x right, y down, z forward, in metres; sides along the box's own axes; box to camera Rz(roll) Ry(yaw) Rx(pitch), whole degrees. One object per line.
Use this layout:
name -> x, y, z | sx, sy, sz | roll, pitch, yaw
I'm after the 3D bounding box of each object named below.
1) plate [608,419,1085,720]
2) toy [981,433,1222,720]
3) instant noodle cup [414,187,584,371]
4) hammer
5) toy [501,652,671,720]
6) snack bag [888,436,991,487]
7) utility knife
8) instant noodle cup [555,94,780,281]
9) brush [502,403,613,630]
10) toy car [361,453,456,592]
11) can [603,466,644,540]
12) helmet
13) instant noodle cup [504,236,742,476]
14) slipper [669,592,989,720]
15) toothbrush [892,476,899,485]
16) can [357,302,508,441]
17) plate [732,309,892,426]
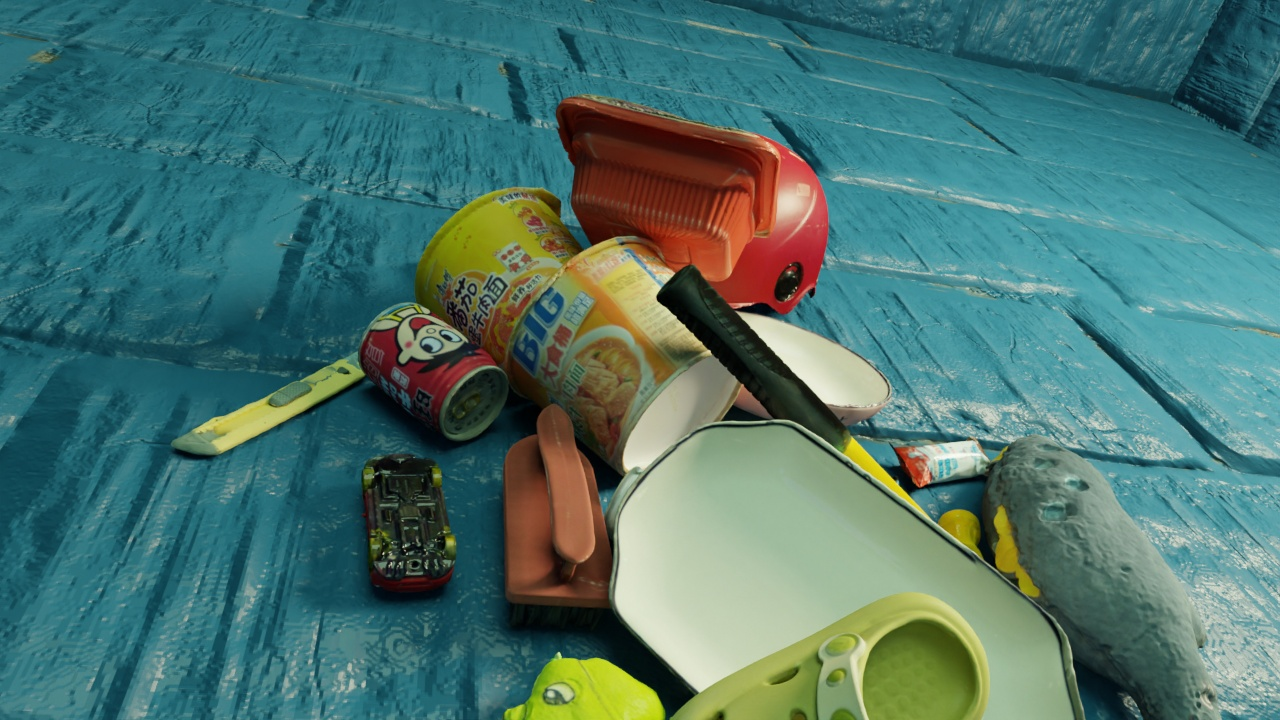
plate -> 0.103, 0.144, 0.497 | 0.266, 0.034, 0.161 | 38, 66, 20
toy -> 0.303, 0.136, 0.632 | 0.138, 0.092, 0.355 | 36, 26, -20
instant noodle cup -> -0.088, -0.047, 0.711 | 0.137, 0.138, 0.110 | -17, 51, -43
hammer -> 0.124, 0.055, 0.590 | 0.300, 0.033, 0.128 | 45, 28, -9
toy -> -0.013, 0.185, 0.451 | 0.096, 0.031, 0.100 | -8, 42, -33
snack bag -> 0.248, 0.082, 0.745 | 0.104, 0.026, 0.048 | -1, 46, -25
utility knife -> -0.237, 0.024, 0.641 | 0.031, 0.020, 0.189 | 31, 29, 15
instant noodle cup -> 0.019, -0.121, 0.699 | 0.164, 0.079, 0.189 | 15, -8, 10
brush -> -0.052, 0.089, 0.555 | 0.063, 0.069, 0.145 | 7, 31, -15
toy car -> -0.139, 0.094, 0.545 | 0.049, 0.031, 0.106 | 2, 34, -23
can -> 0.045, 0.116, 0.569 | 0.133, 0.053, 0.053 | 25, 32, 16
helmet -> 0.080, -0.146, 0.881 | 0.207, 0.144, 0.239 | 31, 27, 23
instant noodle cup -> -0.004, 0.004, 0.653 | 0.151, 0.152, 0.111 | -18, 52, -43
slipper -> 0.087, 0.169, 0.408 | 0.190, 0.082, 0.091 | -28, 80, -19
toothbrush -> 0.173, 0.133, 0.639 | 0.016, 0.014, 0.189 | 22, 30, 9
can -> -0.146, 0.008, 0.649 | 0.094, 0.067, 0.066 | 34, 35, 28
plate -> 0.112, 0.010, 0.771 | 0.192, 0.039, 0.192 | 14, 21, -6
